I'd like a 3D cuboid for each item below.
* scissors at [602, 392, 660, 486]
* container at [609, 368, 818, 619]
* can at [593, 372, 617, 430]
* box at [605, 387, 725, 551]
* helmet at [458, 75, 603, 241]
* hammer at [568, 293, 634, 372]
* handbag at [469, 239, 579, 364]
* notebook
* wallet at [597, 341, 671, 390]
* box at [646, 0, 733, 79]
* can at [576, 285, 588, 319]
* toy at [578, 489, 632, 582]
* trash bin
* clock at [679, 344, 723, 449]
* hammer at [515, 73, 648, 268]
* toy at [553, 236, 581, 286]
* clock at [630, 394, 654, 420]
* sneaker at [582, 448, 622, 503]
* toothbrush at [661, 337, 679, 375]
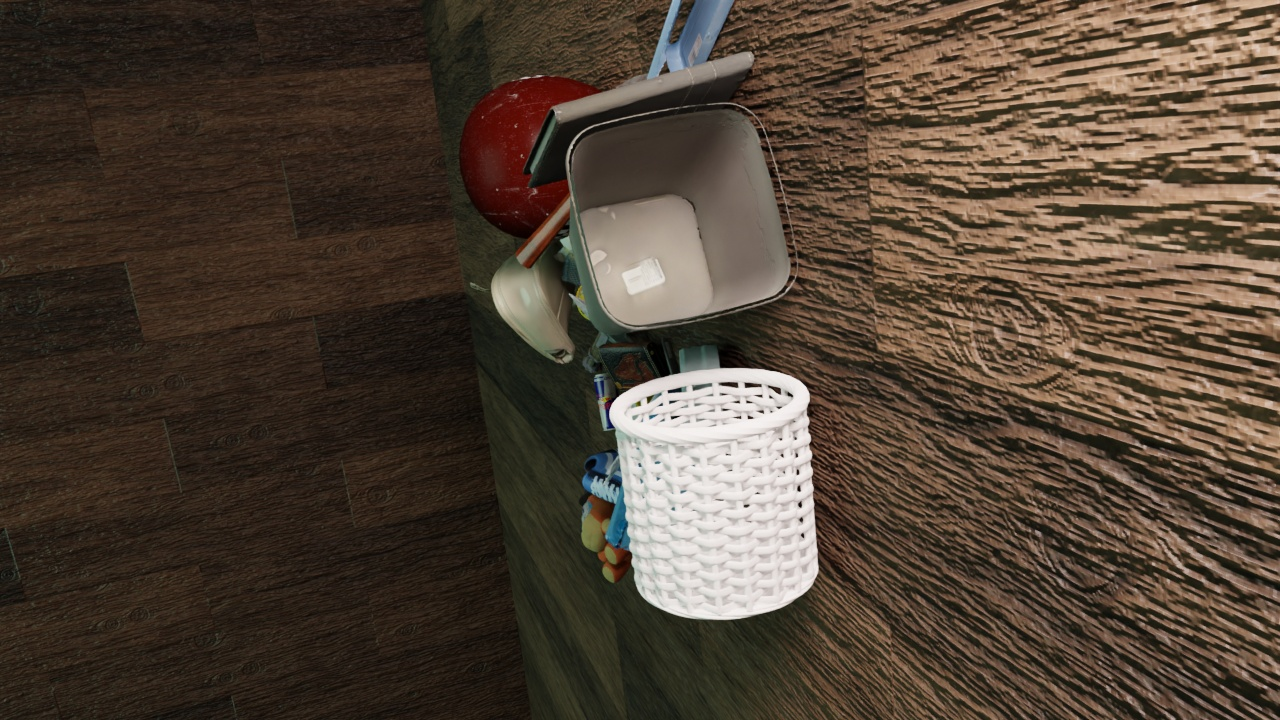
[{"bbox_3d":[-0.003,0.088,1.172,0.016,0.178,0.108,29,126,13],"label":"scissors"},{"bbox_3d":[0.075,0.123,0.897,0.189,0.189,0.187,-147,47,-67],"label":"container"},{"bbox_3d":[-0.054,0.069,1.533,0.032,0.032,0.095,171,88,-73],"label":"can"},{"bbox_3d":[0.041,0.156,1.194,0.110,0.094,0.232,27,123,15],"label":"box"},{"bbox_3d":[-0.125,-0.285,1.269,0.234,0.253,0.233,-13,88,58],"label":"helmet"},{"bbox_3d":[-0.068,-0.022,1.459,0.147,0.028,0.317,43,167,1],"label":"hammer"},{"bbox_3d":[-0.174,-0.101,1.508,0.228,0.132,0.184,-84,-29,-53],"label":"handbag"},{"bbox_3d":[-0.007,-0.234,0.907,0.029,0.208,0.170,70,161,6],"label":"notebook"},{"bbox_3d":[-0.008,0.008,1.280,0.123,0.019,0.072,-3,121,55],"label":"wallet"},{"bbox_3d":[0.043,-0.354,0.922,0.210,0.064,0.069,126,134,-66],"label":"box"},{"bbox_3d":[-0.054,-0.096,1.373,0.105,0.067,0.067,167,92,-72],"label":"can"},{"bbox_3d":[-0.057,0.293,1.599,0.175,0.096,0.112,-102,12,-44],"label":"toy"},{"bbox_3d":[0.020,-0.122,0.940,0.220,0.197,0.197,149,108,-78],"label":"trash bin"},{"bbox_3d":[0.070,0.041,1.056,0.159,0.045,0.122,-89,-5,-75],"label":"clock"},{"bbox_3d":[-0.059,-0.221,1.119,0.301,0.028,0.111,-44,54,30],"label":"hammer"},{"bbox_3d":[-0.083,-0.179,1.428,0.105,0.131,0.205,-61,-14,-13],"label":"toy"},{"bbox_3d":[0.013,0.112,1.318,0.114,0.052,0.151,97,159,-45],"label":"clock"},{"bbox_3d":[-0.032,0.209,1.435,0.241,0.098,0.083,-141,43,-64],"label":"sneaker"},{"bbox_3d":[0.054,0.046,1.212,0.013,0.012,0.167,-46,56,60],"label":"toothbrush"}]
